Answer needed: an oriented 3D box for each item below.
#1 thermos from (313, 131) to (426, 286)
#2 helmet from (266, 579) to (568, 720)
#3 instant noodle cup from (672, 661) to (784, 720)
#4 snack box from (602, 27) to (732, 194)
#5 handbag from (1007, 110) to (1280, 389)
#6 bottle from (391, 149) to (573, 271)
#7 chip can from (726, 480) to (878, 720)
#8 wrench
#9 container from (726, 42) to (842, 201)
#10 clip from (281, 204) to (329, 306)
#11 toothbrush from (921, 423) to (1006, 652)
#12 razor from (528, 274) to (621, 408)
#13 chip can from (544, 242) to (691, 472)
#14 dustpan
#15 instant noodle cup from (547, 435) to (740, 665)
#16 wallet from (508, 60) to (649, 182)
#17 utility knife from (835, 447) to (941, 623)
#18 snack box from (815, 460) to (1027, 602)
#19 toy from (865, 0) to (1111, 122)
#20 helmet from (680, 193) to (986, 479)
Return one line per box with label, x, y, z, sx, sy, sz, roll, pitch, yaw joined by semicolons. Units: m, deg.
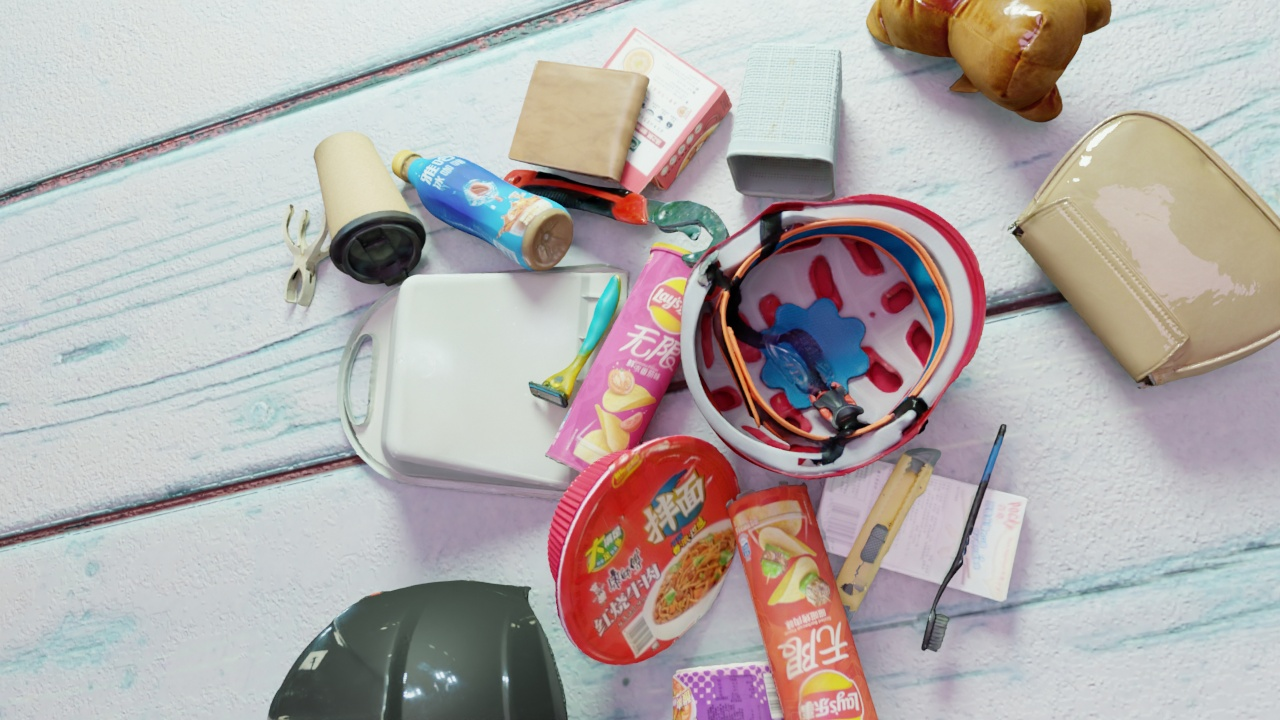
thermos;-0.271;-0.151;0.899;0.093;0.093;0.143;-30;66;7
helmet;-0.183;0.298;0.732;0.275;0.229;0.233;-17;74;31
instant noodle cup;0.072;0.292;0.725;0.112;0.111;0.099;-12;68;12
snack box;0.001;-0.226;0.861;0.113;0.044;0.127;40;92;17
handbag;0.398;-0.084;0.712;0.148;0.099;0.204;-36;74;13
bottle;-0.159;-0.152;0.870;0.219;0.065;0.065;30;88;32
chip can;0.126;0.205;0.709;0.073;0.073;0.216;-19;64;10
wrench;-0.030;-0.138;0.827;0.274;0.016;0.056;24;72;36
container;0.132;-0.210;0.805;0.090;0.090;0.111;7;79;15
clip;-0.349;-0.115;0.938;0.092;0.035;0.103;36;98;13
toothbrush;0.257;0.139;0.720;0.016;0.014;0.189;20;85;16
razor;-0.050;-0.019;0.823;0.043;0.028;0.132;17;71;37
chip can;-0.005;0.005;0.798;0.071;0.071;0.210;25;81;17
dustpan;-0.158;0.018;0.878;0.257;0.143;0.222;5;80;-15
instant noodle cup;-0.006;0.146;0.747;0.066;0.193;0.193;18;84;47
wallet;-0.058;-0.222;0.842;0.115;0.020;0.101;16;86;19
utility knife;0.186;0.155;0.738;0.031;0.020;0.196;27;95;24
snack box;0.225;0.133;0.751;0.157;0.027;0.084;14;84;16
toy;0.282;-0.294;0.767;0.199;0.130;0.140;40;130;28
helmet;0.143;-0.015;0.741;0.240;0.144;0.207;-30;79;-8
